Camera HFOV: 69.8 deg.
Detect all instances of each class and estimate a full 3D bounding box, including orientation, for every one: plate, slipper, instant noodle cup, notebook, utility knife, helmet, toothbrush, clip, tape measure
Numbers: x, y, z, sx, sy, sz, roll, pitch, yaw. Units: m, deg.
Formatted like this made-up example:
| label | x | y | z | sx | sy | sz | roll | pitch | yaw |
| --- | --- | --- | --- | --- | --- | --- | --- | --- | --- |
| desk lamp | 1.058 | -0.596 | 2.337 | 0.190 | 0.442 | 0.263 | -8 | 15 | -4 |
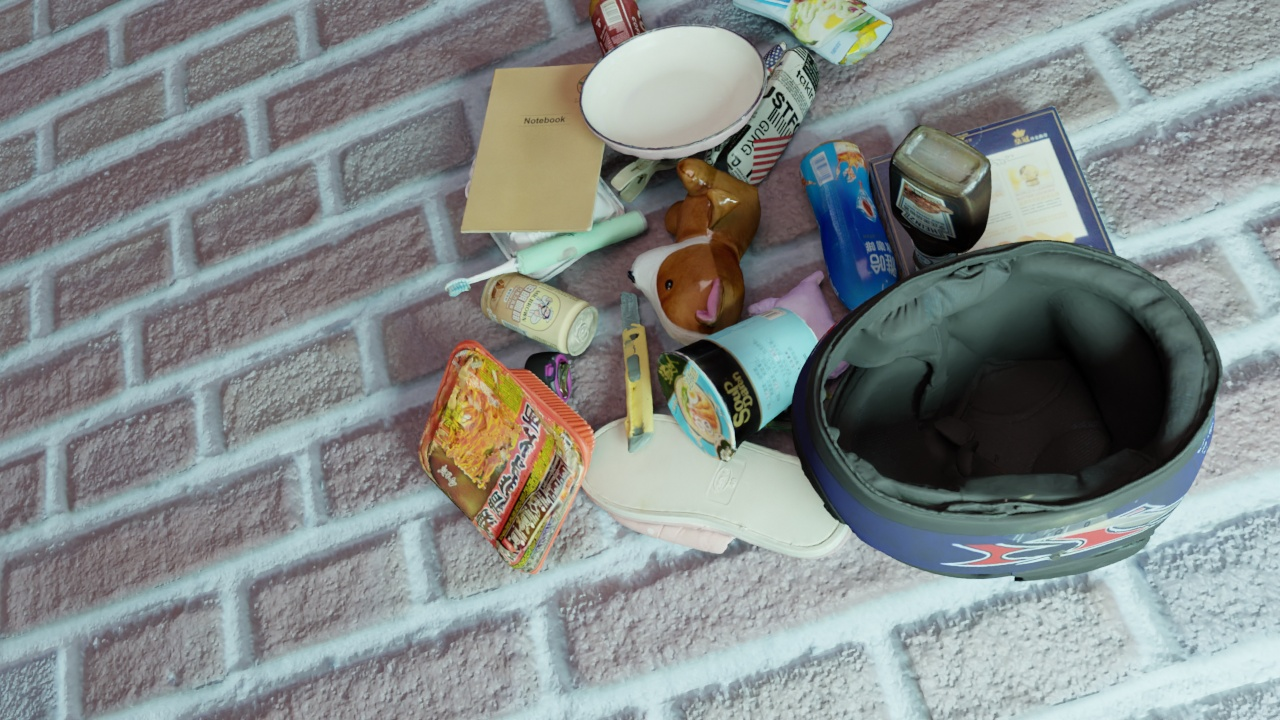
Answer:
| label | x | y | z | sx | sy | sz | roll | pitch | yaw |
| --- | --- | --- | --- | --- | --- | --- | --- | --- | --- |
| plate | 0.034 | -0.270 | 0.942 | 0.192 | 0.039 | 0.192 | -6 | 55 | 9 |
| slipper | 0.065 | 0.118 | 0.845 | 0.275 | 0.054 | 0.114 | 9 | 68 | 29 |
| instant noodle cup | -0.115 | -0.185 | 1.010 | 0.138 | 0.060 | 0.173 | -36 | 63 | 0 |
| notebook | -0.108 | -0.230 | 0.987 | 0.148 | 0.008 | 0.207 | 2 | 70 | 16 |
| instant noodle cup | 0.094 | 0.014 | 0.811 | 0.120 | 0.111 | 0.111 | -29 | 63 | -20 |
| utility knife | -0.005 | 0.005 | 0.912 | 0.031 | 0.021 | 0.198 | -15 | 47 | 13 |
| helmet | 0.258 | 0.055 | 0.706 | 0.315 | 0.241 | 0.247 | -16 | 65 | -9 |
| instant noodle cup | -0.121 | 0.086 | 0.872 | 0.189 | 0.078 | 0.165 | 40 | 120 | 24 |
| toothbrush | -0.096 | -0.111 | 0.952 | 0.224 | 0.026 | 0.027 | -21 | 45 | -16 |
| clip | 0.010 | -0.223 | 0.985 | 0.104 | 0.082 | 0.034 | -37 | 64 | -13 |
| tape measure | -0.091 | 0.020 | 0.926 | 0.039 | 0.057 | 0.058 | -5 | 91 | 15 |

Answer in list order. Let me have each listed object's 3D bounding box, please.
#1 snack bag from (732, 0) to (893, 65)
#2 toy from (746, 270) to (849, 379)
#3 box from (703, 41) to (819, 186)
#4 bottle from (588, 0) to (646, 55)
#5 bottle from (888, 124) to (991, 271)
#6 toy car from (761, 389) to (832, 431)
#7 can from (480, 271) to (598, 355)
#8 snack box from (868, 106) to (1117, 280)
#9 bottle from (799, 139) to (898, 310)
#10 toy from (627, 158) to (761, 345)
| label | x | y | z | sx | sy | sz | roll | pitch | yaw |
| --- | --- | --- | --- | --- | --- | --- | --- | --- | --- |
| snack bag | 0.175 | -0.391 | 1.008 | 0.110 | 0.039 | 0.191 | -40 | 66 | -19 |
| toy | 0.159 | -0.027 | 0.884 | 0.084 | 0.039 | 0.108 | -26 | 68 | 5 |
| box | 0.118 | -0.266 | 0.979 | 0.087 | 0.076 | 0.163 | 25 | 81 | 43 |
| bottle | -0.012 | -0.342 | 1.040 | 0.057 | 0.057 | 0.174 | -20 | 66 | 8 |
| bottle | 0.246 | -0.118 | 0.759 | 0.080 | 0.195 | 0.044 | 37 | 85 | 24 |
| toy car | 0.139 | 0.047 | 0.863 | 0.091 | 0.036 | 0.043 | 5 | 70 | 20 |
| can | -0.106 | -0.051 | 0.956 | 0.116 | 0.058 | 0.058 | 24 | 78 | 22 |
| snack box | 0.328 | -0.133 | 0.872 | 0.178 | 0.046 | 0.182 | -14 | 67 | 11 |
| bottle | 0.209 | -0.109 | 0.887 | 0.065 | 0.065 | 0.218 | -15 | 67 | 10 |
| toy | 0.053 | -0.095 | 0.890 | 0.130 | 0.140 | 0.199 | 4 | 66 | -2 |
